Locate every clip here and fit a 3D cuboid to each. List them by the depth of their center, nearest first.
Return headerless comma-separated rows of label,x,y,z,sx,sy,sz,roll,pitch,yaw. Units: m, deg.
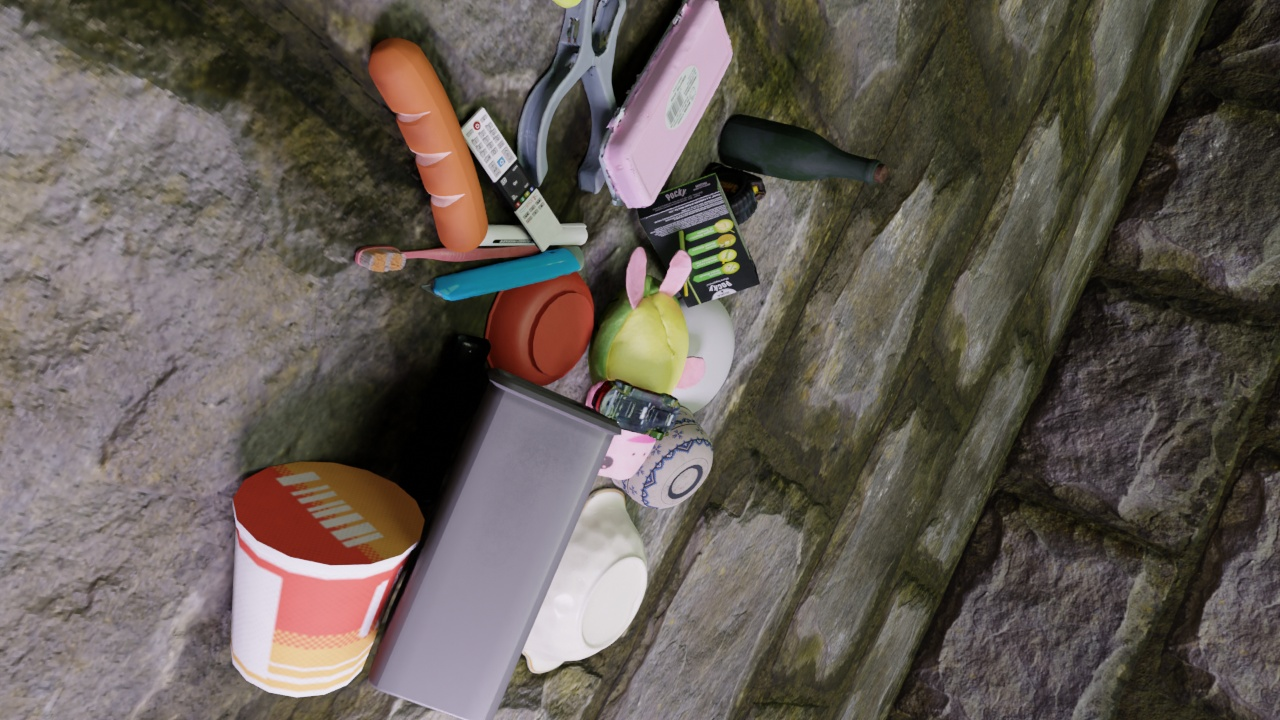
clip,-0.067,-0.213,0.723,0.142,0.029,0.172,-21,124,-50

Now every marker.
marker,-0.092,-0.105,0.759,0.133,0.017,0.020,-10,135,-52

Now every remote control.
remote control,-0.101,-0.139,0.716,0.028,0.012,0.124,-53,134,-21
remote control,-0.161,0.051,0.754,0.041,0.020,0.152,11,102,-57

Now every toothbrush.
toothbrush,-0.140,-0.082,0.712,0.184,0.016,0.015,-13,125,-53

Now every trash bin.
trash bin,-0.111,0.125,0.693,0.192,0.097,0.219,-172,-74,-80

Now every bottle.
bottle,0.164,-0.203,0.914,0.055,0.174,0.055,-31,132,-42

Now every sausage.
sausage,-0.144,-0.148,0.644,0.044,0.039,0.164,-48,142,-31

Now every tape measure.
tape measure,0.087,-0.162,0.929,0.062,0.067,0.038,-52,143,-21

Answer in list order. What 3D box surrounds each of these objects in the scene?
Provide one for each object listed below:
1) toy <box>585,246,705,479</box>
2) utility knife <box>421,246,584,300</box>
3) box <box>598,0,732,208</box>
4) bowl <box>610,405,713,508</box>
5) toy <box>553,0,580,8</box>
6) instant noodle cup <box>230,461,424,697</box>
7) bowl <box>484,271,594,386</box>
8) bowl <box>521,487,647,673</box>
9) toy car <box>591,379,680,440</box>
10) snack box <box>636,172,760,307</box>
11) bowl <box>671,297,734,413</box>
toy,-0.005,0.005,0.882,0.189,0.088,0.238,-20,127,-53
utility knife,-0.105,-0.071,0.747,0.158,0.031,0.015,-17,144,-41
box,0.019,-0.228,0.799,0.201,0.044,0.086,-63,150,-22
bowl,0.030,0.112,0.989,0.115,0.059,0.116,-27,141,-25
toy,-0.060,-0.319,0.657,0.092,0.046,0.115,-56,138,-17
instant noodle cup,-0.228,0.155,0.644,0.123,0.123,0.121,-8,123,-52
bowl,-0.079,-0.028,0.807,0.121,0.035,0.122,-31,132,-42
bowl,-0.049,0.249,0.989,0.188,0.060,0.219,13,97,-56
toy car,-0.004,0.042,0.812,0.091,0.036,0.042,15,99,-45
snack box,0.060,-0.115,0.911,0.147,0.080,0.025,55,21,-52
bowl,0.064,0.001,1.014,0.149,0.043,0.150,-31,132,-42
